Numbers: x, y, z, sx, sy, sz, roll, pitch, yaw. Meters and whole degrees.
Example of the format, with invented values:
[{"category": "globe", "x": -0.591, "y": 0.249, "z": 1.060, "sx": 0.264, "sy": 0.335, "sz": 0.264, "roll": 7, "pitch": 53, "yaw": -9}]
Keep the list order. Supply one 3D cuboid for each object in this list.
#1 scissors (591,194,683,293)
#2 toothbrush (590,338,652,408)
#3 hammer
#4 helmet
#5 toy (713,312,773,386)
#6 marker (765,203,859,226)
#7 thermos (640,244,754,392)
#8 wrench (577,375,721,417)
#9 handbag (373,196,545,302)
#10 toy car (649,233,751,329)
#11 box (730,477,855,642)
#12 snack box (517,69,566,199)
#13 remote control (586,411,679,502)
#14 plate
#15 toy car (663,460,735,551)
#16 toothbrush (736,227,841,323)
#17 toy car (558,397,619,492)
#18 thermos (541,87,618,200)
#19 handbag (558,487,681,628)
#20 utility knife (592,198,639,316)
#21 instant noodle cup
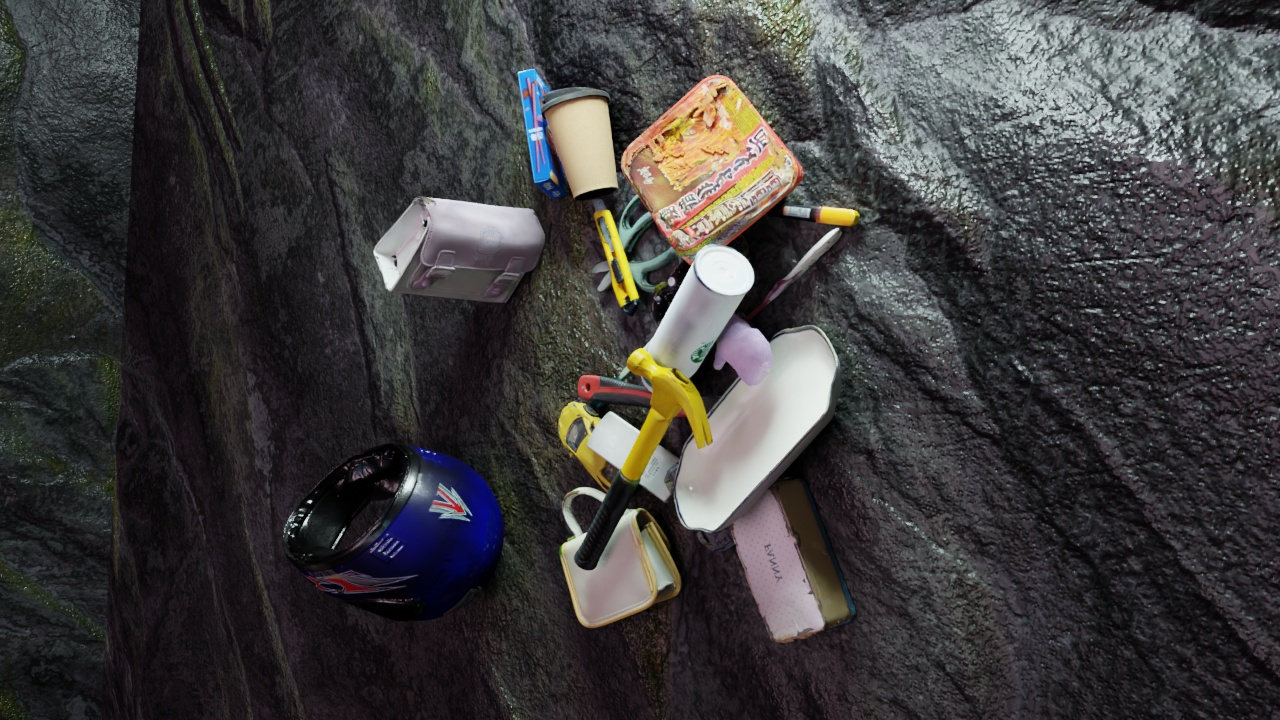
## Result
[{"category": "scissors", "x": 0.001, "y": -0.127, "z": 1.183, "sx": 0.178, "sy": 0.019, "sz": 0.169, "roll": -51, "pitch": 59, "yaw": 30}, {"category": "toothbrush", "x": -0.007, "y": 0.007, "z": 1.198, "sx": 0.192, "sy": 0.018, "sz": 0.016, "roll": -45, "pitch": 61, "yaw": 32}, {"category": "hammer", "x": -0.012, "y": 0.137, "z": 1.094, "sx": 0.129, "sy": 0.032, "sz": 0.301, "roll": 39, "pitch": 120, "yaw": 22}, {"category": "helmet", "x": -0.348, "y": 0.268, "z": 1.366, "sx": 0.316, "sy": 0.240, "sz": 0.246, "roll": -18, "pitch": 40, "yaw": 35}, {"category": "toy", "x": 0.114, "y": -0.011, "z": 1.037, "sx": 0.108, "sy": 0.039, "sz": 0.084, "roll": 43, "pitch": 128, "yaw": 56}, {"category": "marker", "x": 0.187, "y": -0.162, "z": 1.011, "sx": 0.124, "sy": 0.015, "sz": 0.018, "roll": 16, "pitch": 100, "yaw": 45}, {"category": "thermos", "x": 0.057, "y": -0.033, "z": 1.041, "sx": 0.073, "sy": 0.073, "sz": 0.225, "roll": 62, "pitch": 150, "yaw": 23}, {"category": "wrench", "x": 0.023, "y": 0.054, "z": 1.155, "sx": 0.274, "sy": 0.016, "sz": 0.056, "roll": 14, "pitch": 97, "yaw": 37}, {"category": "handbag", "x": -0.250, "y": -0.156, "z": 1.298, "sx": 0.145, "sy": 0.196, "sz": 0.098, "roll": -49, "pitch": 57, "yaw": 32}, {"category": "toy car", "x": 0.069, "y": -0.094, "z": 1.103, "sx": 0.158, "sy": 0.042, "sz": 0.070, "roll": -48, "pitch": 60, "yaw": 28}, {"category": "box", "x": 0.165, "y": 0.225, "z": 1.011, "sx": 0.090, "sy": 0.062, "sz": 0.184, "roll": -31, "pitch": 72, "yaw": 41}, {"category": "snack box", "x": -0.134, "y": -0.309, "z": 1.261, "sx": 0.026, "sy": 0.084, "sz": 0.157, "roll": -10, "pitch": 83, "yaw": 9}, {"category": "remote control", "x": -0.003, "y": 0.121, "z": 1.161, "sx": 0.135, "sy": 0.019, "sz": 0.056, "roll": 33, "pitch": 88, "yaw": 23}, {"category": "plate", "x": 0.130, "y": 0.081, "z": 1.009, "sx": 0.266, "sy": 0.034, "sz": 0.162, "roll": -52, "pitch": 27, "yaw": 20}, {"category": "toy car", "x": 0.077, "y": 0.172, "z": 1.100, "sx": 0.054, "sy": 0.036, "sz": 0.120, "roll": -39, "pitch": 68, "yaw": 11}, {"category": "toothbrush", "x": 0.159, "y": -0.088, "z": 1.038, "sx": 0.188, "sy": 0.016, "sz": 0.017, "roll": -45, "pitch": 52, "yaw": 35}, {"category": "toy car", "x": -0.058, "y": 0.118, "z": 1.220, "sx": 0.156, "sy": 0.041, "sz": 0.071, "roll": 46, "pitch": 120, "yaw": 22}, {"category": "thermos", "x": -0.075, "y": -0.288, "z": 1.208, "sx": 0.093, "sy": 0.092, "sz": 0.143, "roll": -12, "pitch": 90, "yaw": 43}, {"category": "handbag", "x": -0.037, "y": 0.243, "z": 1.195, "sx": 0.164, "sy": 0.063, "sz": 0.178, "roll": -32, "pitch": 73, "yaw": 40}, {"category": "utility knife", "x": -0.036, "y": -0.138, "z": 1.195, "sx": 0.033, "sy": 0.015, "sz": 0.173, "roll": -30, "pitch": 70, "yaw": 38}, {"category": "instant noodle cup", "x": 0.082, "y": -0.210, "z": 1.041, "sx": 0.165, "sy": 0.079, "sz": 0.188, "roll": -38, "pitch": 64, "yaw": 14}]
